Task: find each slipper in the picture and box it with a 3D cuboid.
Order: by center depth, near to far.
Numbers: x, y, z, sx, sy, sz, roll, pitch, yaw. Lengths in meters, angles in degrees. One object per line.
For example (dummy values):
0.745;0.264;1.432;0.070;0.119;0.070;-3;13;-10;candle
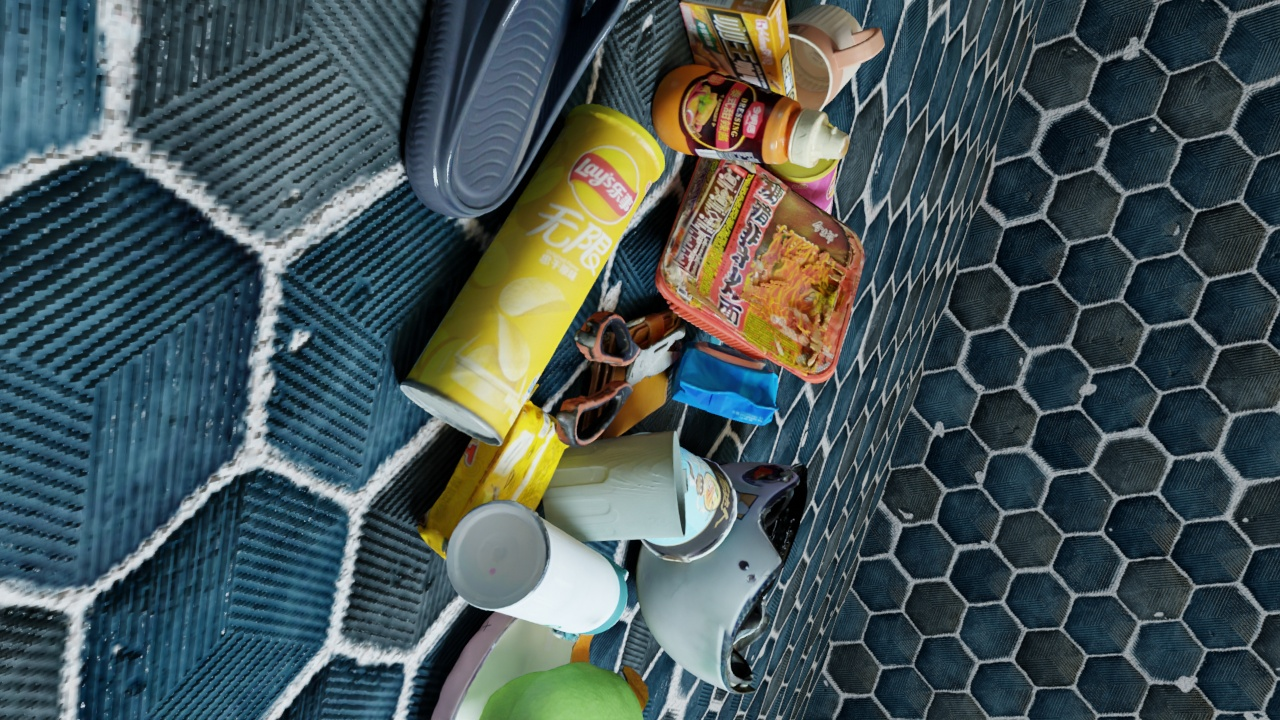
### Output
-0.043;-0.197;0.483;0.110;0.083;0.268;-2;112;-67;slipper

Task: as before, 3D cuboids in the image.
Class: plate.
-0.117;0.272;0.763;0.191;0.039;0.193;-46;148;-42;plate

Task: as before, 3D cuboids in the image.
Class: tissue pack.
0.078;0.017;0.850;0.157;0.095;0.052;-68;174;-83;tissue pack

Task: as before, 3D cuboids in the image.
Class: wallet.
-0.005;0.005;0.801;0.130;0.035;0.119;-29;137;-61;wallet

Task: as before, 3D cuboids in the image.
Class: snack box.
0.083;-0.232;0.734;0.026;0.075;0.154;-62;156;-17;snack box

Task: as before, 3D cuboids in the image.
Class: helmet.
0.082;0.216;1.007;0.273;0.157;0.230;-58;158;-52;helmet

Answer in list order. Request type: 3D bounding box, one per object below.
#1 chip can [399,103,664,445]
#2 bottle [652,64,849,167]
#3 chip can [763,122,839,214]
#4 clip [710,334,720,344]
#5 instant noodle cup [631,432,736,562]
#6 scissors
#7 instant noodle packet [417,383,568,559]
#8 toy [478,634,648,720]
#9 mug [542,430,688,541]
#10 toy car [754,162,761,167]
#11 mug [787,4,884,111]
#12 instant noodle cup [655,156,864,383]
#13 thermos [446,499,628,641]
-0.063;-0.056;0.567;0.213;0.072;0.072;-61;155;-17;chip can
0.084;-0.177;0.687;0.066;0.149;0.067;-46;148;-42;bottle
0.163;-0.160;0.939;0.071;0.071;0.211;-63;164;-15;chip can
0.085;-0.044;0.976;0.032;0.013;0.054;-56;155;-31;clip
0.021;0.125;0.870;0.111;0.111;0.120;-64;149;-13;instant noodle cup
-0.008;-0.003;0.715;0.206;0.015;0.201;74;36;-52;scissors
-0.097;0.082;0.641;0.128;0.044;0.111;-60;162;-12;instant noodle packet
-0.055;0.314;0.756;0.246;0.090;0.226;46;48;-54;toy
-0.017;0.103;0.742;0.124;0.103;0.083;44;40;-81;mug
0.096;-0.151;0.889;0.049;0.031;0.106;-12;118;-64;toy car
0.164;-0.275;0.833;0.105;0.115;0.082;-49;121;-44;mug
0.100;-0.078;0.808;0.079;0.188;0.164;-30;-146;60;instant noodle cup
-0.063;0.158;0.653;0.073;0.073;0.224;-63;159;-14;thermos
